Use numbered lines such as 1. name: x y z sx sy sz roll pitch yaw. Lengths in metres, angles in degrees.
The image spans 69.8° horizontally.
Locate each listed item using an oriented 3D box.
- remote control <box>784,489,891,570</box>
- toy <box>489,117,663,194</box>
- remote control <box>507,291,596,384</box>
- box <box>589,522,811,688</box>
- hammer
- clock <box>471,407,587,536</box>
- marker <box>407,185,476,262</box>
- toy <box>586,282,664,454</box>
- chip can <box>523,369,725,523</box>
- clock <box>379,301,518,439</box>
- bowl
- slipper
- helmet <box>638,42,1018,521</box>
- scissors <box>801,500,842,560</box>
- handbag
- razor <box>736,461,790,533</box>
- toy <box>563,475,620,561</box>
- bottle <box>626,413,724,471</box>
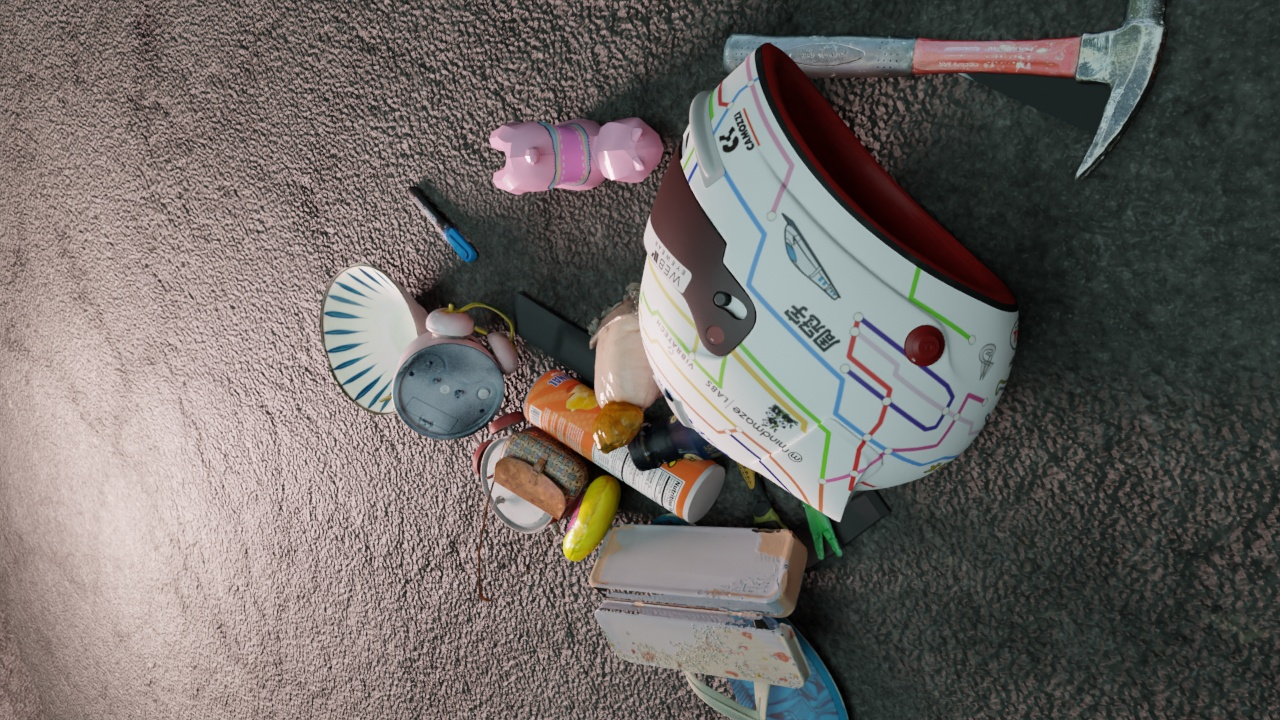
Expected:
1. remote control: 0.170 0.155 0.829 0.125 0.010 0.039 -41 77 35
2. toy: -0.061 -0.191 0.849 0.158 0.123 0.067 11 108 50
3. remote control: -0.087 -0.022 0.963 0.140 0.021 0.045 32 118 27
4. box: 0.059 0.227 0.861 0.218 0.094 0.120 -5 54 37
5. hammer: 0.208 -0.219 0.693 0.327 0.036 0.140 13 108 33
6. clock: -0.136 0.118 1.009 0.157 0.061 0.110 44 123 19
7. marker: -0.225 -0.154 1.033 0.123 0.015 0.018 47 125 19
8. toy: -0.005 0.005 0.849 0.133 0.076 0.175 -32 41 60
9. chip can: -0.020 0.082 0.914 0.210 0.062 0.062 29 117 27
10. clock: -0.198 0.007 0.985 0.158 0.116 0.058 -54 28 13
11. bowl: -0.293 -0.029 1.078 0.177 0.070 0.177 10 107 34
12. slipper: 0.094 0.277 0.886 0.295 0.060 0.118 52 121 15
13. helmet: 0.112 -0.040 0.681 0.314 0.230 0.237 50 118 8
14. scissors: 0.159 0.115 0.818 0.078 0.013 0.132 -38 70 34
15. handbag: -0.130 0.169 0.950 0.093 0.043 0.196 29 104 10
16. razor: 0.098 0.097 0.860 0.044 0.021 0.144 -25 87 55
17. toy: -0.049 0.161 0.940 0.041 0.094 0.095 25 94 5
18. bottle: 0.066 0.058 0.825 0.161 0.056 0.056 -20 89 18
